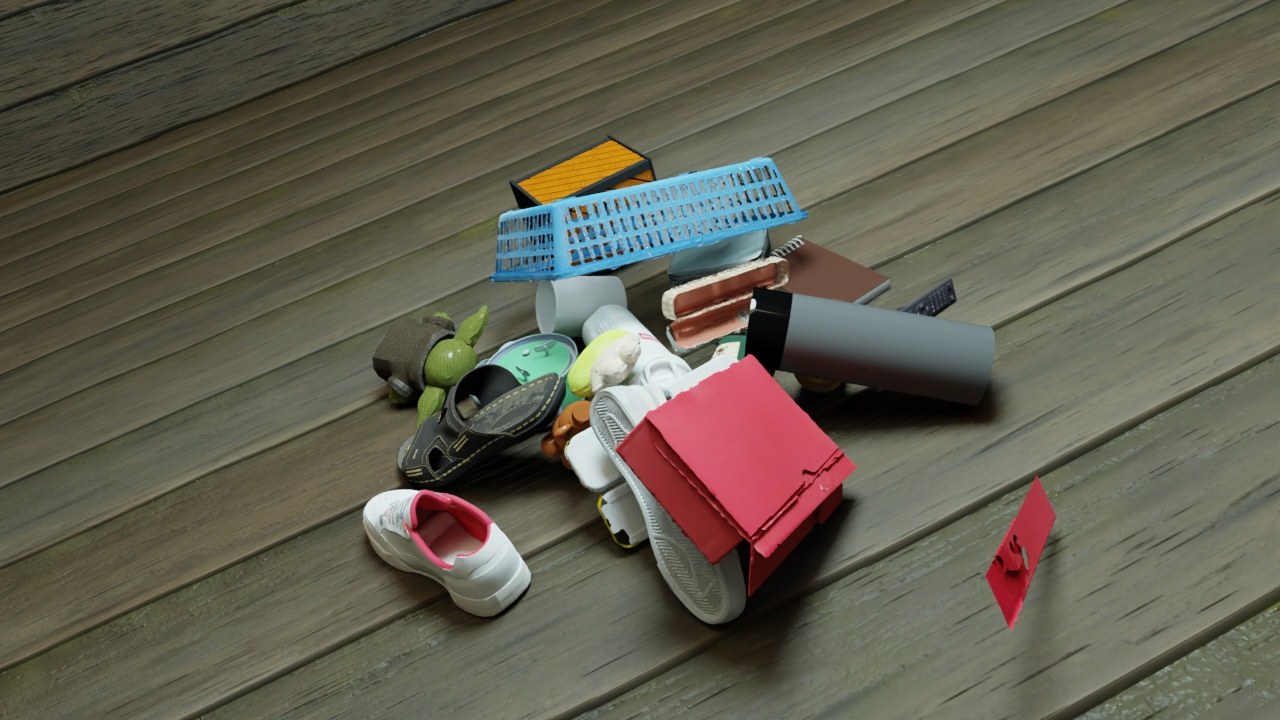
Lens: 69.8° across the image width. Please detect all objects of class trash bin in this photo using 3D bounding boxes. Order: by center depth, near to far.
[{"bbox_3d":[-0.073,-0.221,1.365,0.171,0.140,0.139,-28,37,-14],"label":"trash bin"}]

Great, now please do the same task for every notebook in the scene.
[{"bbox_3d":[0.179,-0.079,1.168,0.208,0.022,0.171,-32,39,-18],"label":"notebook"}]

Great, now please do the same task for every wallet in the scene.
[{"bbox_3d":[0.105,-0.126,1.194,0.132,0.054,0.100,-13,31,24],"label":"wallet"}]

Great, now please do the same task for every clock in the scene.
[{"bbox_3d":[-0.146,0.020,1.131,0.162,0.075,0.121,7,43,32],"label":"clock"}]

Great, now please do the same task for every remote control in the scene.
[{"bbox_3d":[0.313,-0.052,1.064,0.136,0.032,0.015,-32,27,-19],"label":"remote control"}]

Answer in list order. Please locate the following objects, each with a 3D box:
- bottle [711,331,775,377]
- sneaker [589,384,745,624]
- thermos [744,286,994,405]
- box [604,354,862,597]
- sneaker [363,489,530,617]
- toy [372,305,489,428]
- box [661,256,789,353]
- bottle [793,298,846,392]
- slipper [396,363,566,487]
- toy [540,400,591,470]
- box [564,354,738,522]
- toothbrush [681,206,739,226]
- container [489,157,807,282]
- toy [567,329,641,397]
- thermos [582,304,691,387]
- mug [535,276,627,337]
[{"bbox_3d":[0.114,0.010,1.033,0.061,0.061,0.131,4,46,30],"label":"bottle"},{"bbox_3d":[0.045,0.122,0.854,0.090,0.090,0.242,-10,61,-39],"label":"sneaker"},{"bbox_3d":[0.228,-0.015,0.943,0.240,0.082,0.082,10,41,6],"label":"thermos"},{"bbox_3d":[0.086,0.086,0.819,0.165,0.153,0.214,5,17,33],"label":"box"},{"bbox_3d":[-0.217,0.167,0.941,0.237,0.104,0.090,21,51,42],"label":"sneaker"},{"bbox_3d":[-0.280,-0.001,1.214,0.153,0.078,0.179,16,72,33],"label":"toy"},{"bbox_3d":[0.105,-0.066,1.074,0.186,0.083,0.042,-21,25,-30],"label":"box"},{"bbox_3d":[0.211,-0.017,1.040,0.056,0.056,0.105,2,40,25],"label":"bottle"},{"bbox_3d":[-0.195,0.067,1.037,0.269,0.076,0.112,-24,29,34],"label":"slipper"},{"bbox_3d":[-0.060,0.074,0.981,0.094,0.128,0.065,-37,83,-15],"label":"toy"},{"bbox_3d":[0.039,0.089,0.933,0.209,0.129,0.036,-29,-7,-14],"label":"box"},{"bbox_3d":[0.113,-0.216,1.381,0.189,0.017,0.016,18,48,40],"label":"toothbrush"},{"bbox_3d":[-0.001,-0.184,1.189,0.361,0.089,0.257,-17,12,-25],"label":"container"},{"bbox_3d":[-0.035,0.003,0.973,0.092,0.046,0.115,-49,17,-16],"label":"toy"},{"bbox_3d":[-0.006,0.006,1.073,0.099,0.099,0.220,-25,32,-9],"label":"thermos"},{"bbox_3d":[-0.084,-0.065,1.203,0.096,0.112,0.078,-3,73,-26],"label":"mug"}]
